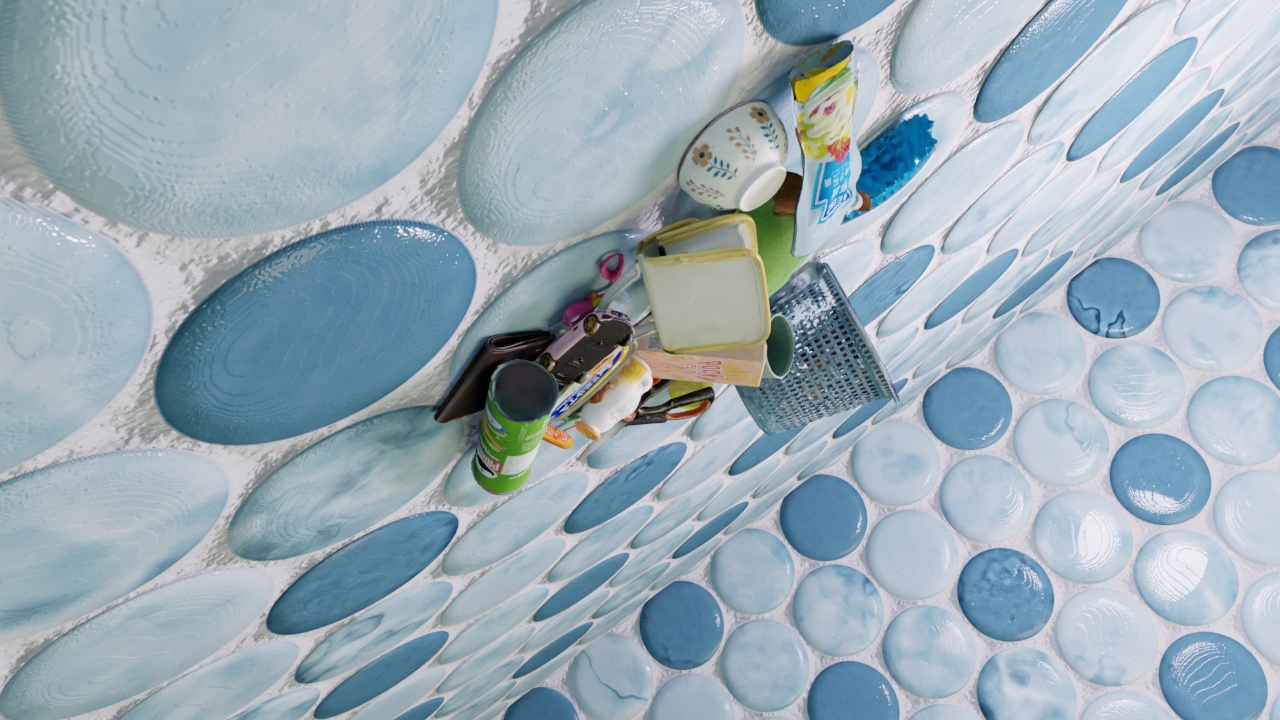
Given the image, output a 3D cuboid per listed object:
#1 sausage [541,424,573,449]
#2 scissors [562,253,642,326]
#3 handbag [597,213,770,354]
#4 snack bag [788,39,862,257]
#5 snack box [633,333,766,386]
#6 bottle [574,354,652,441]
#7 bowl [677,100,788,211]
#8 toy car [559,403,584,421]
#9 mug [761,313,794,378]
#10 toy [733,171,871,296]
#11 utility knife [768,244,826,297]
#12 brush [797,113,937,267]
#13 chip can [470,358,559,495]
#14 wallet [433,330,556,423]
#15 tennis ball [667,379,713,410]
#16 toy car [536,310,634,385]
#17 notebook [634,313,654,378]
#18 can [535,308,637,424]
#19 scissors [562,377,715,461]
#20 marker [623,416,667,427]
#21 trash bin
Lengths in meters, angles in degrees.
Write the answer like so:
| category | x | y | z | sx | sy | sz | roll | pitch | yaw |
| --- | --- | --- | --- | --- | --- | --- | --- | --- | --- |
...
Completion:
| category | x | y | z | sx | sy | sz | roll | pitch | yaw |
| --- | --- | --- | --- | --- | --- | --- | --- | --- | --- |
| sausage | -0.121 | 0.087 | 1.141 | 0.021 | 0.021 | 0.165 | -39 | 154 | 6 |
| scissors | -0.026 | -0.080 | 0.960 | 0.133 | 0.017 | 0.129 | -30 | 157 | -31 |
| handbag | 0.038 | -0.072 | 0.936 | 0.179 | 0.063 | 0.163 | -9 | 144 | 7 |
| snack bag | 0.179 | -0.199 | 0.883 | 0.110 | 0.039 | 0.191 | -46 | 140 | -32 |
| snack box | 0.071 | 0.000 | 1.116 | 0.157 | 0.026 | 0.084 | 6 | 158 | 5 |
| bottle | -0.034 | 0.043 | 1.082 | 0.108 | 0.063 | 0.063 | -55 | 166 | -20 |
| bowl | 0.098 | -0.183 | 0.870 | 0.113 | 0.062 | 0.114 | -34 | 160 | -14 |
| toy car | -0.085 | 0.054 | 1.116 | 0.043 | 0.036 | 0.091 | -21 | 163 | 0 |
| mug | 0.136 | -0.032 | 1.213 | 0.106 | 0.112 | 0.082 | 1 | -167 | 37 |
| toy | 0.128 | -0.118 | 1.023 | 0.226 | 0.090 | 0.247 | 0 | 144 | -46 |
| utility knife | 0.172 | -0.092 | 1.264 | 0.210 | 0.013 | 0.029 | -40 | 158 | 15 |
| brush | 0.239 | -0.175 | 1.142 | 0.315 | 0.060 | 0.109 | -39 | 164 | 14 |
| chip can | -0.140 | 0.078 | 0.999 | 0.072 | 0.072 | 0.237 | -28 | 164 | -25 |
| wallet | -0.152 | 0.016 | 0.956 | 0.096 | 0.020 | 0.123 | -12 | 151 | -51 |
| tennis ball | 0.072 | 0.038 | 1.310 | 0.065 | 0.065 | 0.065 | -32 | 160 | -14 |
| toy car | -0.059 | -0.015 | 0.948 | 0.056 | 0.037 | 0.123 | 20 | 133 | -42 |
| notebook | -0.007 | 0.007 | 1.193 | 0.148 | 0.008 | 0.207 | -37 | 160 | 0 |
| can | -0.071 | 0.008 | 1.028 | 0.148 | 0.049 | 0.074 | -43 | 160 | 16 |
| scissors | 0.007 | 0.065 | 1.235 | 0.221 | 0.021 | 0.221 | 11 | 124 | -35 |
| marker | 0.001 | 0.088 | 1.370 | 0.022 | 0.020 | 0.131 | -56 | 154 | 19 |
| trash bin | 0.235 | 0.002 | 1.329 | 0.195 | 0.226 | 0.226 | -28 | 162 | 11 |
